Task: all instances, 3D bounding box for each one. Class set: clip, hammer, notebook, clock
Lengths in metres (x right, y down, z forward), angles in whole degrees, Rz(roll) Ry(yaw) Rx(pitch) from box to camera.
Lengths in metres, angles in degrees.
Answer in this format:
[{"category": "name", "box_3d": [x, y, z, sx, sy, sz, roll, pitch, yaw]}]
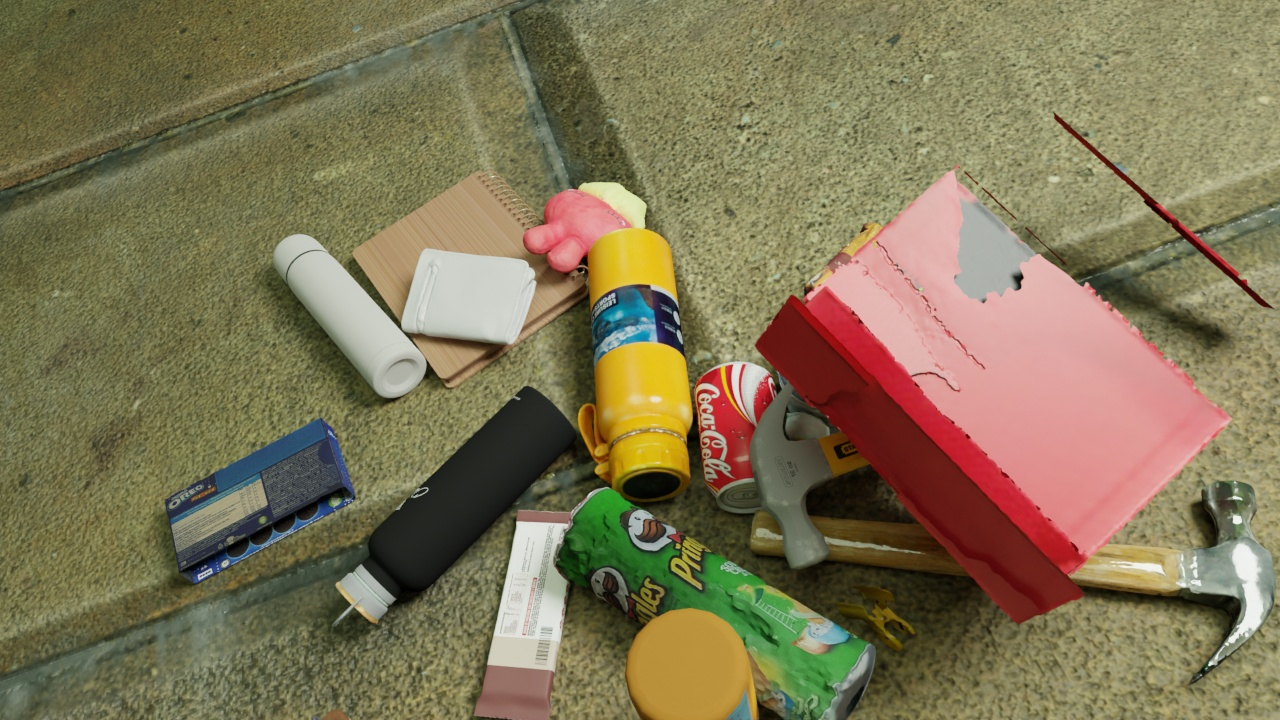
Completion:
[{"category": "clip", "box_3d": [0.163, 0.170, 0.618, 0.049, 0.054, 0.044, 14, 75, -6]}, {"category": "hammer", "box_3d": [0.229, 0.037, 0.662, 0.323, 0.029, 0.127, -18, 72, -12]}, {"category": "notebook", "box_3d": [-0.165, -0.089, 0.889, 0.169, 0.022, 0.210, -35, 55, -10]}, {"category": "hammer", "box_3d": [0.241, 0.135, 0.629, 0.331, 0.033, 0.132, 2, 58, 16]}, {"category": "notebook", "box_3d": [-0.234, 0.363, 0.593, 0.167, 0.024, 0.225, 32, 68, 29]}, {"category": "clock", "box_3d": [0.149, 0.026, 0.709, 0.083, 0.057, 0.117, -6, 55, 9]}]

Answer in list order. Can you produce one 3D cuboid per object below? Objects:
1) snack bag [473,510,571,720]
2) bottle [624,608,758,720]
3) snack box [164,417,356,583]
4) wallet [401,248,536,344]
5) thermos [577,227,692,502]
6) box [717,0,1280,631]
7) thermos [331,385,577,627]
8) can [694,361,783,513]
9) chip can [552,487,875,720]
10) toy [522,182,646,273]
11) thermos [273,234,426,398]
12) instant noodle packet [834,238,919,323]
[{"category": "snack bag", "box_3d": [-0.081, 0.185, 0.683, 0.057, 0.013, 0.157, 0, 56, 11]}, {"category": "bottle", "box_3d": [0.036, 0.210, 0.549, 0.068, 0.157, 0.067, -6, 52, 7]}, {"category": "snack box", "box_3d": [-0.325, 0.117, 0.783, 0.150, 0.027, 0.082, -27, 52, -6]}, {"category": "wallet", "box_3d": [-0.155, -0.055, 0.834, 0.116, 0.032, 0.086, 12, 72, 20]}, {"category": "thermos", "box_3d": [-0.004, 0.004, 0.758, 0.076, 0.092, 0.232, 14, 50, -26]}, {"category": "box", "box_3d": [0.160, 0.005, 0.386, 0.141, 0.510, 0.215, -42, 77, 2]}, {"category": "thermos", "box_3d": [-0.151, 0.120, 0.716, 0.061, 0.061, 0.231, 34, 70, 31]}, {"category": "can", "box_3d": [0.077, 0.058, 0.700, 0.064, 0.064, 0.104, -10, 54, 7]}, {"category": "chip can", "box_3d": [0.046, 0.169, 0.626, 0.223, 0.075, 0.075, 26, 66, 27]}, {"category": "toy", "box_3d": [-0.051, -0.127, 0.857, 0.091, 0.045, 0.134, 37, 51, 22]}, {"category": "thermos", "box_3d": [-0.282, -0.049, 0.871, 0.052, 0.052, 0.224, -39, 56, -14]}, {"category": "instant noodle packet", "box_3d": [0.212, -0.053, 0.759, 0.098, 0.040, 0.135, -43, 55, -15]}]
